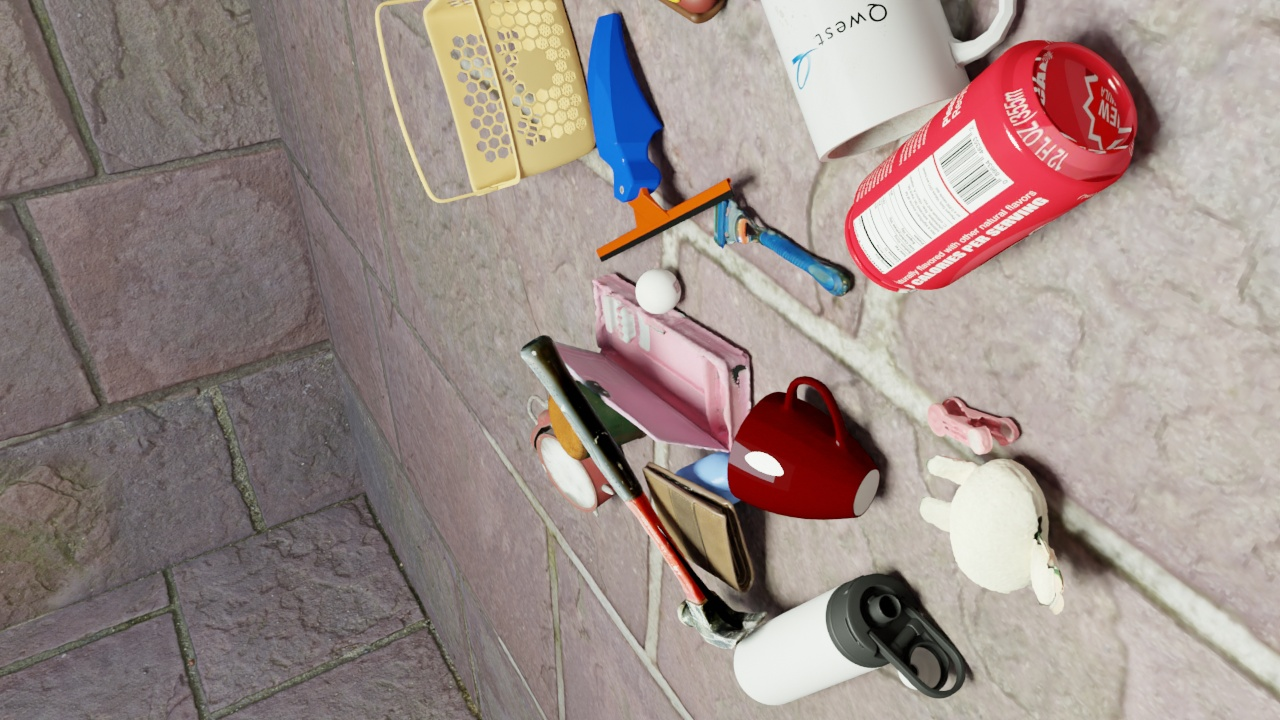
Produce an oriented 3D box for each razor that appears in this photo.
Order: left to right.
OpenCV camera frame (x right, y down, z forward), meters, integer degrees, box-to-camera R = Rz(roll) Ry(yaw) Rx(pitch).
[{"bbox_3d":[0.100,-0.080,0.658,0.141,0.018,0.044,39,141,42],"label":"razor"}]

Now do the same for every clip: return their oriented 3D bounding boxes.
[{"bbox_3d":[0.192,0.041,0.543,0.060,0.043,0.023,12,116,46],"label":"clip"}]

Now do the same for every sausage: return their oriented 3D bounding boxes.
[{"bbox_3d":[0.008,-0.289,0.665,0.155,0.040,0.040,49,148,39],"label":"sausage"}]

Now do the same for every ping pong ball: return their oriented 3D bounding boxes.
[{"bbox_3d":[0.016,-0.061,0.815,0.040,0.040,0.040,44,145,43],"label":"ping pong ball"}]

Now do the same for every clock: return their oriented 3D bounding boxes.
[{"bbox_3d":[-0.078,0.103,1.094,0.157,0.061,0.110,49,150,12],"label":"clock"}]

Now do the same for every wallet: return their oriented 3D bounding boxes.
[{"bbox_3d":[0.051,0.150,0.822,0.099,0.026,0.121,25,147,39],"label":"wallet"}]

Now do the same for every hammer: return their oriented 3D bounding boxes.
[{"bbox_3d":[-0.002,0.119,0.803,0.326,0.036,0.141,57,159,-11],"label":"hammer"}]

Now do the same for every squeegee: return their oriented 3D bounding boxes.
[{"bbox_3d":[-0.013,-0.195,0.761,0.250,0.055,0.184,-12,86,65],"label":"squeegee"}]

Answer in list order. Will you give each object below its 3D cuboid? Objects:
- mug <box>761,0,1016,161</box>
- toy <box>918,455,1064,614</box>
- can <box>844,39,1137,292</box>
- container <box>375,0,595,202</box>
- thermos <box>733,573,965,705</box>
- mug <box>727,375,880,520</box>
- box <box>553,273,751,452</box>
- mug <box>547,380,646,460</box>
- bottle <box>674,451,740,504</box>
[{"bbox_3d":[0.131,-0.172,0.471,0.120,0.082,0.096,-21,89,38],"label":"mug"},{"bbox_3d":[0.209,0.098,0.530,0.112,0.050,0.087,34,138,47],"label":"toy"},{"bbox_3d":[0.165,-0.089,0.452,0.074,0.074,0.143,66,155,10],"label":"can"},{"bbox_3d":[-0.147,-0.252,0.857,0.129,0.166,0.183,8,115,62],"label":"container"},{"bbox_3d":[0.155,0.238,0.731,0.101,0.068,0.230,50,150,11],"label":"thermos"},{"bbox_3d":[0.123,0.065,0.653,0.088,0.086,0.114,23,125,35],"label":"mug"},{"bbox_3d":[-0.007,0.008,0.835,0.233,0.106,0.099,37,139,49],"label":"box"},{"bbox_3d":[-0.050,0.063,0.991,0.085,0.081,0.111,61,154,19],"label":"mug"},{"bbox_3d":[0.070,0.107,0.819,0.048,0.048,0.131,67,155,8],"label":"bottle"}]
